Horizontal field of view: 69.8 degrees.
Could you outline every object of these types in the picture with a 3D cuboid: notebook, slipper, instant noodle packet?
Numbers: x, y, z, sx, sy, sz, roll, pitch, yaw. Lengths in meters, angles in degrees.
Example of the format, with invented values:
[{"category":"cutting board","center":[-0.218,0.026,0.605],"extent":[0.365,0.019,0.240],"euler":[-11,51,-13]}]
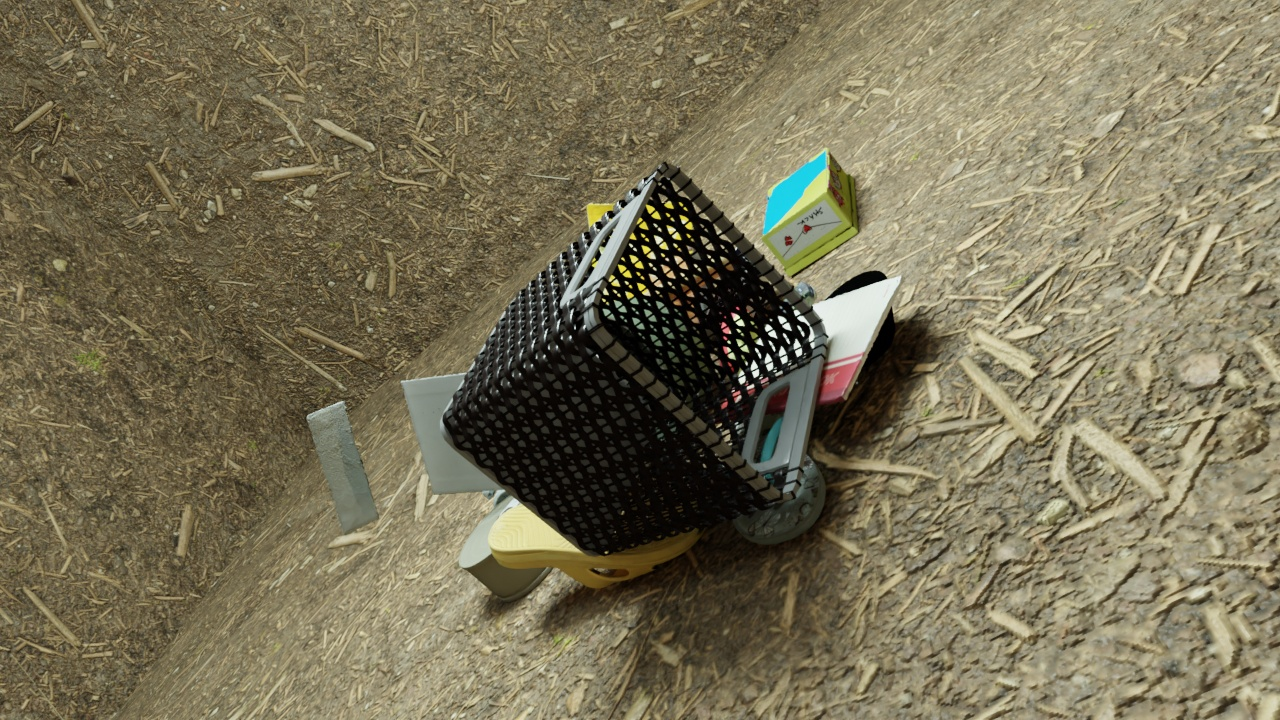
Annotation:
[{"category":"notebook","center":[0.169,-0.005,0.949],"extent":[0.209,0.012,0.152],"euler":[-19,35,59]},{"category":"slipper","center":[0.117,0.097,0.925],"extent":[0.098,0.055,0.268],"euler":[-42,15,13]},{"category":"slipper","center":[-0.044,0.198,0.994],"extent":[0.264,0.078,0.099],"euler":[-8,34,27]},{"category":"instant noodle packet","center":[0.014,-0.124,1.319],"extent":[0.163,0.222,0.084],"euler":[4,31,26]}]

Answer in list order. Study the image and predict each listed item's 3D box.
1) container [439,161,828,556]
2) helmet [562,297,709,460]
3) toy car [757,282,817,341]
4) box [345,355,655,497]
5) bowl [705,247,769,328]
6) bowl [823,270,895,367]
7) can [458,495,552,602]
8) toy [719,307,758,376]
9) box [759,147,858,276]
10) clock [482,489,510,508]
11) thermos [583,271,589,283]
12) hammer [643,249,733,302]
[{"category":"container","center":[-0.006,0.016,0.877],"extent":[0.244,0.245,0.246],"euler":[-31,25,39]},{"category":"helmet","center":[-0.007,0.007,1.200],"extent":[0.268,0.227,0.153],"euler":[-7,21,47]},{"category":"toy car","center":[0.185,-0.049,1.154],"extent":[0.105,0.033,0.048],"euler":[-54,16,14]},{"category":"box","center":[-0.180,0.086,1.187],"extent":[0.420,0.166,0.108],"euler":[-4,16,31]},{"category":"bowl","center":[0.142,-0.090,1.270],"extent":[0.120,0.066,0.120],"euler":[25,-92,-82]},{"category":"bowl","center":[0.228,-0.030,0.963],"extent":[0.124,0.052,0.124],"euler":[-46,18,19]},{"category":"can","center":[-0.162,0.239,1.182],"extent":[0.128,0.073,0.127],"euler":[-39,17,14]},{"category":"toy","center":[0.124,-0.024,1.173],"extent":[0.135,0.045,0.091],"euler":[-138,55,-86]},{"category":"box","center":[0.251,-0.225,1.359],"extent":[0.125,0.079,0.220],"euler":[-34,16,24]},{"category":"clock","center":[-0.169,0.181,1.264],"extent":[0.083,0.117,0.057],"euler":[-36,12,24]},{"category":"thermos","center":[0.008,-0.123,1.523],"extent":[0.173,0.172,0.225],"euler":[-29,16,41]},{"category":"hammer","center":[-0.006,-0.070,1.269],"extent":[0.331,0.132,0.033],"euler":[-28,38,33]}]
